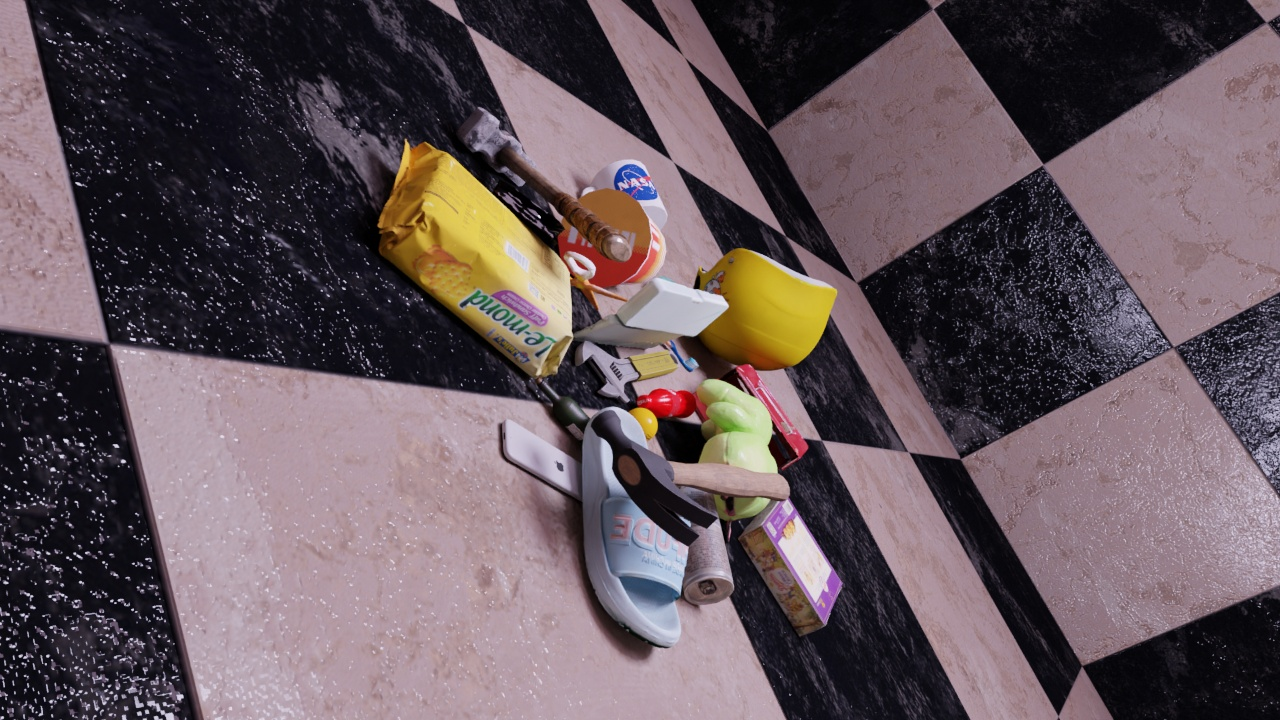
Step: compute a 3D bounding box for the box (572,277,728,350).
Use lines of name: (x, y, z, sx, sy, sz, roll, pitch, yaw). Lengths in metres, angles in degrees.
box: (0.018, -0.047, 1.122, 0.196, 0.135, 0.040, 8, 50, -62)

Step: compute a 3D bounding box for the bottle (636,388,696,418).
bottle: (0.030, 0.053, 1.143, 0.118, 0.036, 0.036, 8, 52, -61)

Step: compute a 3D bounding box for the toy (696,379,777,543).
toy: (0.119, 0.117, 1.132, 0.150, 0.107, 0.196, 79, 0, -45)

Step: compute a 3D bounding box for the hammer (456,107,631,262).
hammer: (-0.103, -0.192, 1.047, 0.121, 0.049, 0.319, 38, 4, -47)

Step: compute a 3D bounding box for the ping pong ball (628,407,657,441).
ping pong ball: (-0.001, 0.074, 1.044, 0.040, 0.040, 0.040, 44, 25, -27)

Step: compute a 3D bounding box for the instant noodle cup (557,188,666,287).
instant noodle cup: (-0.028, -0.153, 1.212, 0.123, 0.123, 0.121, 60, 15, 10)

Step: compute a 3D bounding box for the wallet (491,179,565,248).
wallet: (-0.131, -0.157, 1.019, 0.089, 0.026, 0.115, 38, -13, -12)

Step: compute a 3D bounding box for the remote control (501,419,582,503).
remote control: (-0.079, 0.104, 0.881, 0.146, 0.008, 0.045, 38, 29, -39)

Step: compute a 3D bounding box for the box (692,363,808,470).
box: (0.155, 0.089, 1.298, 0.157, 0.093, 0.129, 56, 19, 9)

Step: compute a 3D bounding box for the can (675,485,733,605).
can: (0.062, 0.192, 0.994, 0.054, 0.054, 0.135, 38, 28, -38)

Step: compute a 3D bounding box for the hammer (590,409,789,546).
hammer: (0.077, 0.124, 0.930, 0.305, 0.040, 0.132, 17, 31, -54)

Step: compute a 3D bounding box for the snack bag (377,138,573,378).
snack bag: (-0.157, -0.103, 0.929, 0.247, 0.068, 0.159, 42, 27, -31)

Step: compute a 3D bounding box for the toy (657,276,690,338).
toy: (0.043, -0.085, 1.371, 0.105, 0.033, 0.085, 27, 45, -54)

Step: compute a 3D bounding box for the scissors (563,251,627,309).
scissors: (-0.069, -0.092, 1.056, 0.125, 0.128, 0.011, 20, 69, -4)

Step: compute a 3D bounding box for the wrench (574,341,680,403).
wrench: (-0.007, 0.007, 1.154, 0.083, 0.018, 0.272, 59, 22, 7)

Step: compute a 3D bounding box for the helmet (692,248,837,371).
helmet: (0.169, -0.053, 1.398, 0.209, 0.241, 0.139, 21, 70, -18)

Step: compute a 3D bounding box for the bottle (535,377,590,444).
bottle: (-0.071, 0.056, 0.942, 0.106, 0.025, 0.025, 49, 23, -19)

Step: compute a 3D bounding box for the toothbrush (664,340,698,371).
toothbrush: (0.037, -0.027, 1.295, 0.135, 0.017, 0.021, 43, 23, -30)

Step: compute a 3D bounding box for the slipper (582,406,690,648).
slipper: (-0.001, 0.148, 0.875, 0.104, 0.074, 0.245, 30, 41, -45)

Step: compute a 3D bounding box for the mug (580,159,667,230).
mug: (-0.032, -0.233, 1.360, 0.121, 0.091, 0.090, -8, 61, -27)

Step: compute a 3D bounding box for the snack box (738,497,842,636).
snack box: (0.199, 0.263, 1.198, 0.148, 0.041, 0.143, 58, 22, 5)
